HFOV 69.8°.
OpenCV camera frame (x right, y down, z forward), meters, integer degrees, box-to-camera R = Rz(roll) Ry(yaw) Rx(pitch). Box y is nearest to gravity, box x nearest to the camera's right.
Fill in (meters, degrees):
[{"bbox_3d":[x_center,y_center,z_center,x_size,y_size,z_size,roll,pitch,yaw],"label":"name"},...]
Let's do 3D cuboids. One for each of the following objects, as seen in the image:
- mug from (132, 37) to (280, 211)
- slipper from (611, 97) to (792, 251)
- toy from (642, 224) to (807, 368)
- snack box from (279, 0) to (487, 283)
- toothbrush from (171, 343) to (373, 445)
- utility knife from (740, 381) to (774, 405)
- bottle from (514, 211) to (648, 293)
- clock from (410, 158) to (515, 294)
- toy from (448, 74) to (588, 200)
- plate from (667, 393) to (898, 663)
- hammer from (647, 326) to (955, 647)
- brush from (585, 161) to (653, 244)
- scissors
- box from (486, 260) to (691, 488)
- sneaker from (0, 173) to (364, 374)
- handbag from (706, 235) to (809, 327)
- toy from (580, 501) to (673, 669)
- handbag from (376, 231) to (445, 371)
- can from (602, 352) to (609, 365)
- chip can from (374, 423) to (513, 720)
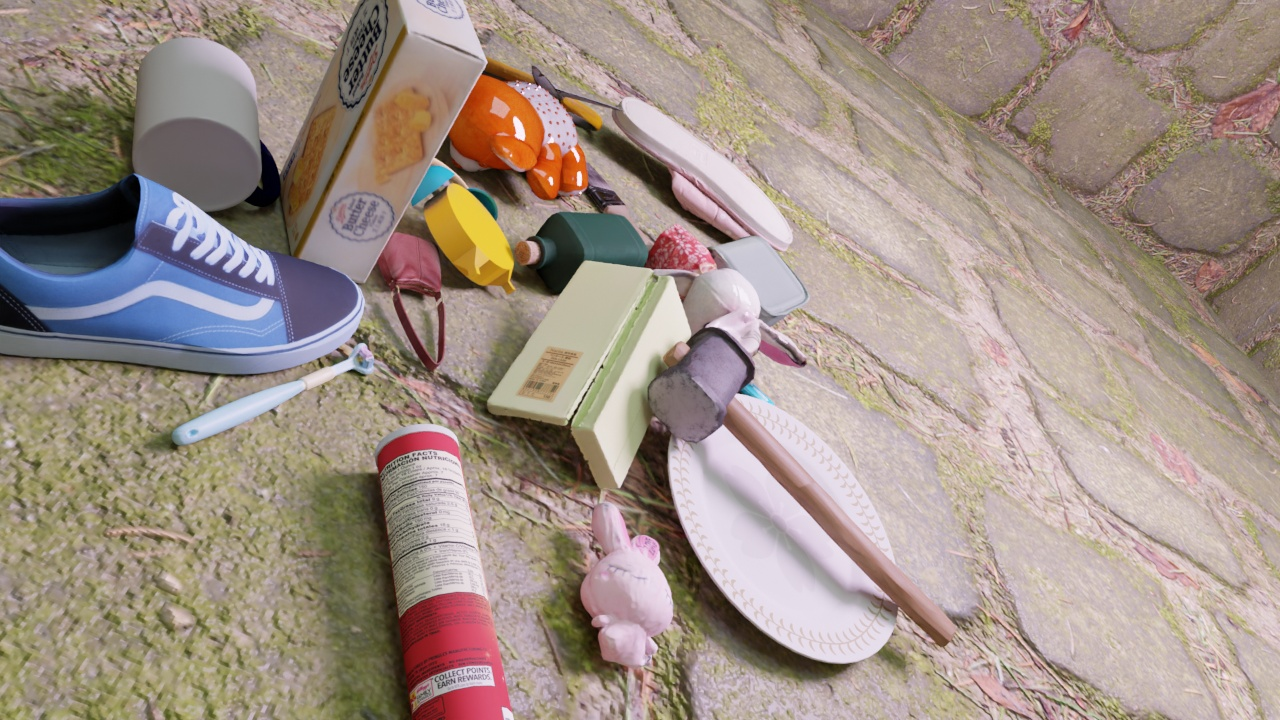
[{"bbox_3d":[-0.302,-0.157,0.655,0.112,0.079,0.096,47,17,-51],"label":"mug"},{"bbox_3d":[0.072,-0.219,1.125,0.274,0.055,0.114,37,32,-10],"label":"slipper"},{"bbox_3d":[0.062,-0.057,0.872,0.194,0.084,0.159,42,18,26],"label":"toy"},{"bbox_3d":[-0.188,-0.165,0.645,0.057,0.208,0.104,10,43,-38],"label":"snack box"},{"bbox_3d":[-0.221,0.020,0.567,0.154,0.016,0.022,-34,115,-57],"label":"toothbrush"},{"bbox_3d":[0.111,0.031,0.896,0.162,0.015,0.022,41,34,1],"label":"utility knife"},{"bbox_3d":[-0.060,-0.098,0.834,0.131,0.061,0.061,-8,58,-50],"label":"bottle"},{"bbox_3d":[-0.148,-0.116,0.766,0.129,0.044,0.099,62,15,18],"label":"clock"},{"bbox_3d":[-0.132,-0.224,0.899,0.164,0.093,0.172,47,20,6],"label":"toy"},{"bbox_3d":[0.117,0.131,0.748,0.242,0.016,0.242,26,40,-24],"label":"plate"},{"bbox_3d":[0.137,0.109,0.740,0.328,0.052,0.097,47,36,-3],"label":"hammer"},{"bbox_3d":[-0.029,-0.166,0.995,0.038,0.012,0.151,-13,59,-52],"label":"brush"},{"bbox_3d":[-0.111,-0.297,1.005,0.230,0.016,0.225,22,4,8],"label":"scissors"},{"bbox_3d":[-0.025,-0.003,0.721,0.127,0.066,0.187,34,47,-5],"label":"box"},{"bbox_3d":[-0.261,-0.052,0.535,0.240,0.098,0.083,0,50,-46],"label":"sneaker"},{"bbox_3d":[0.110,-0.079,0.980,0.106,0.067,0.121,55,34,7],"label":"handbag"},{"bbox_3d":[-0.008,0.146,0.606,0.063,0.047,0.109,33,28,-27],"label":"toy"},{"bbox_3d":[-0.168,-0.043,0.694,0.055,0.029,0.119,12,47,-43],"label":"handbag"},{"bbox_3d":[-0.005,0.005,0.793,0.095,0.032,0.032,37,32,-5],"label":"can"},{"bbox_3d":[-0.109,0.135,0.508,0.051,0.052,0.214,13,41,-36],"label":"chip can"}]
